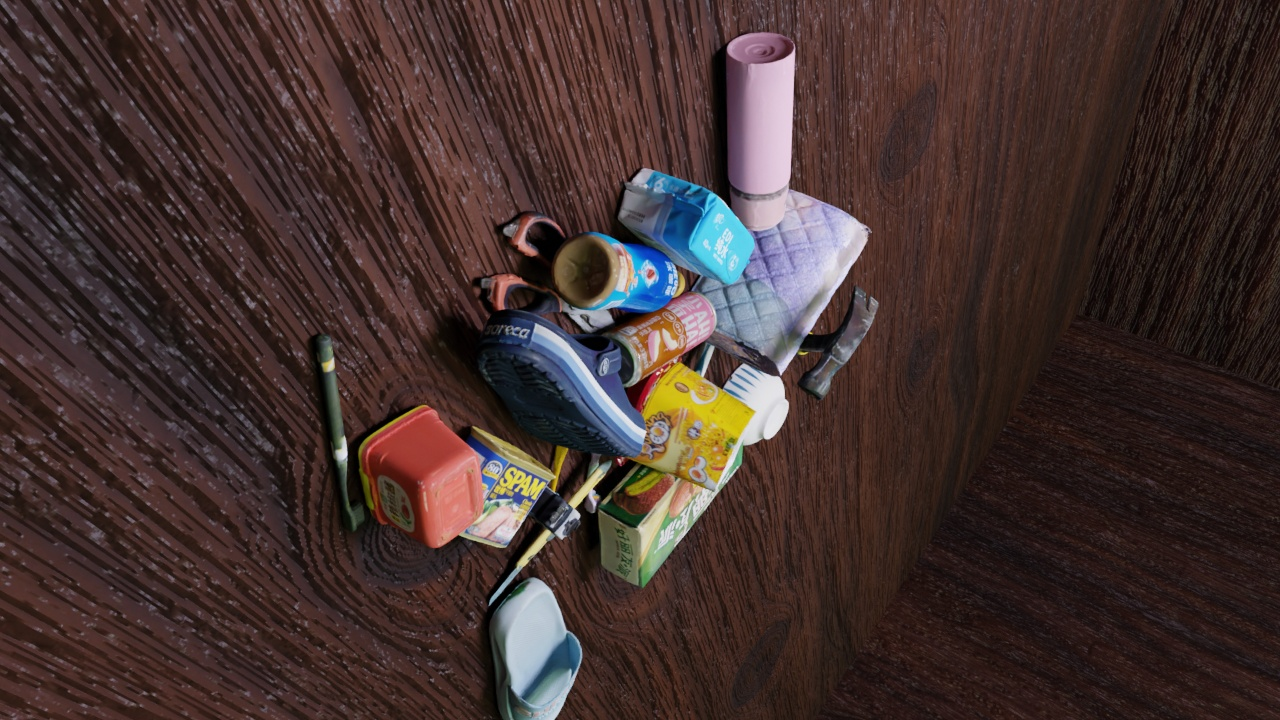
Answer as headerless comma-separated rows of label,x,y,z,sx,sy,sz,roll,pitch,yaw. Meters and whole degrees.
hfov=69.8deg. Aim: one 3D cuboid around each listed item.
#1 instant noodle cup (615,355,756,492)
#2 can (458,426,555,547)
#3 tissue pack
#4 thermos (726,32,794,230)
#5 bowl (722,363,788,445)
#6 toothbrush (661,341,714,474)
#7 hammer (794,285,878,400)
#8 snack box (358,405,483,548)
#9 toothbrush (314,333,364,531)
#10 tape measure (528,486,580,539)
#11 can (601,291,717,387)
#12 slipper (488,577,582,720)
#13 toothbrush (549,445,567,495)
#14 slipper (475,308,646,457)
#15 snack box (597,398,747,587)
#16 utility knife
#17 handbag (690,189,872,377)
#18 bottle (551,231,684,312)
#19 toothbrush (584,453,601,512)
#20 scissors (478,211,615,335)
instant noodle cup,0.046,0.068,0.970,0.115,0.124,0.116,-42,156,-61
can,-0.135,0.117,0.829,0.083,0.057,0.102,-57,150,-4
tissue pack,0.047,-0.128,0.873,0.063,0.090,0.140,-63,151,-1
thermos,0.123,-0.232,0.938,0.199,0.067,0.087,81,16,-46
bowl,0.154,0.064,1.222,0.116,0.066,0.117,-37,142,-36
toothbrush,0.058,0.041,1.058,0.018,0.016,0.191,87,22,-72
hammer,0.190,-0.021,1.064,0.126,0.032,0.323,-54,-175,-2
snack box,-0.170,0.095,0.732,0.081,0.080,0.091,-36,141,-38
toothbrush,-0.224,0.058,0.687,0.017,0.012,0.186,-39,143,-45
tape measure,-0.093,0.147,0.909,0.033,0.066,0.066,-50,146,-12
can,0.017,-0.024,0.930,0.146,0.058,0.058,-31,138,-48
slipper,-0.111,0.340,1.035,0.103,0.074,0.246,-40,142,-35
toothbrush,-0.076,0.081,0.933,0.018,0.016,0.192,-31,139,-59
slipper,-0.067,0.013,0.814,0.253,0.105,0.095,53,51,-59
snack box,0.042,0.147,1.102,0.239,0.063,0.115,-45,148,-38
utility knife,-0.097,0.179,0.968,0.198,0.021,0.031,-45,162,-5
handbag,0.149,-0.090,1.018,0.193,0.134,0.075,-56,149,-9
bottle,-0.007,-0.077,0.846,0.218,0.065,0.065,-6,120,-68
toothbrush,-0.040,0.082,0.983,0.021,0.029,0.189,5,119,-10
scissors,-0.076,-0.050,0.825,0.196,0.015,0.206,-35,141,-40
